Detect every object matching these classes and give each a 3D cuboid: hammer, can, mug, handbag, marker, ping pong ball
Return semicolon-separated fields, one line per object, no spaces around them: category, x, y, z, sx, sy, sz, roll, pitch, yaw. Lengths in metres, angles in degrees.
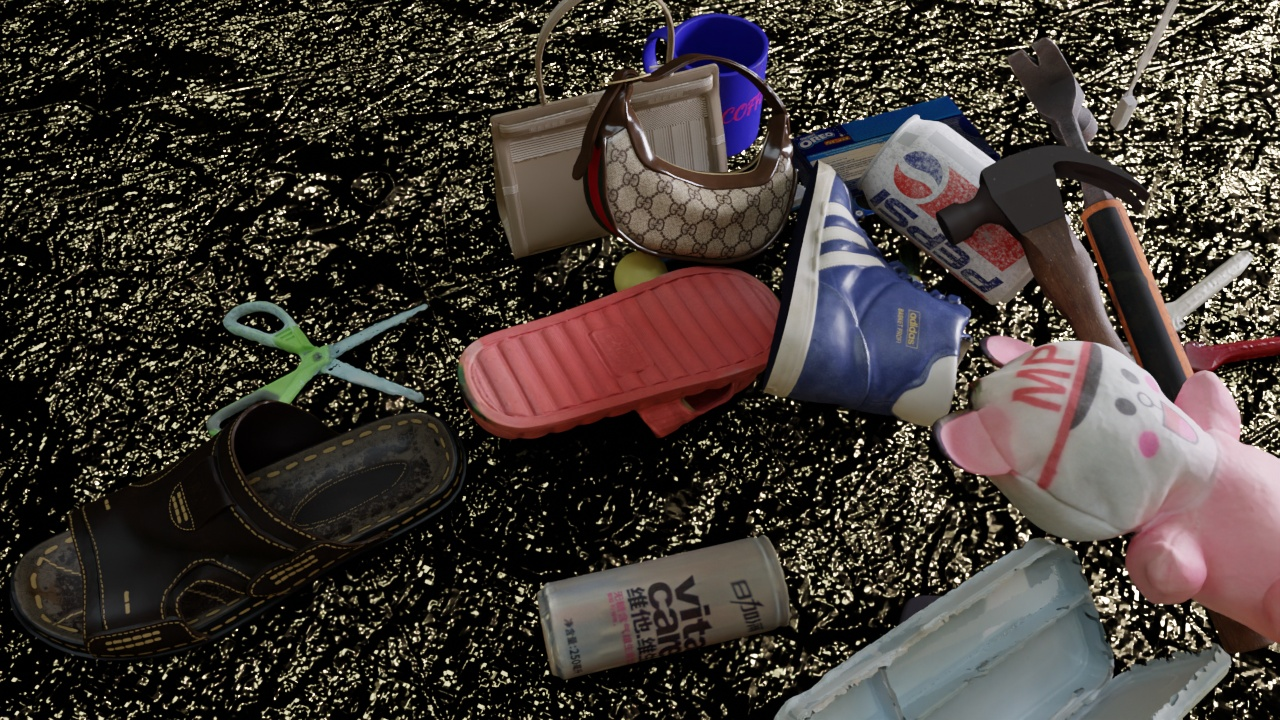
hammer;0.296;0.014;0.561;0.115;0.033;0.322;-23;74;12
can;0.231;-0.109;0.661;0.136;0.078;0.078;42;65;12
mug;0.049;-0.233;0.761;0.111;0.084;0.079;32;61;21
handbag;0.033;-0.142;0.642;0.166;0.138;0.063;4;15;-26
handbag;-0.023;-0.176;0.653;0.175;0.198;0.062;-16;56;-10
can;0.012;0.139;0.521;0.135;0.054;0.054;-11;56;-6
hammer;0.328;-0.094;0.644;0.035;0.137;0.313;-25;53;31
marker;0.195;-0.028;0.657;0.017;0.017;0.146;5;55;4
ping pong ball;0.001;-0.060;0.668;0.040;0.040;0.040;0;55;0

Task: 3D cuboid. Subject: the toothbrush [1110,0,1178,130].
toothbrush;0.399;-0.246;0.705;0.010;0.182;0.010;-16;59;-4

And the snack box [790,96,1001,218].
snack box;0.204;-0.164;0.746;0.150;0.027;0.082;-16;56;-11

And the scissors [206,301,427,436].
scissors;-0.230;-0.004;0.649;0.171;0.023;0.167;-32;55;-22

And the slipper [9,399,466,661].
slipper;-0.237;0.090;0.545;0.267;0.076;0.113;-20;57;-13

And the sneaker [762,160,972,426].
sneaker;0.160;-0.050;0.617;0.118;0.092;0.232;16;40;4

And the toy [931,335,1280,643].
toy;0.269;0.062;0.495;0.213;0.084;0.141;29;54;16

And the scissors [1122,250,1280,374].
scissors;0.394;-0.020;0.649;0.187;0.015;0.178;19;59;14

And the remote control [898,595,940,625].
remote control;0.156;0.188;0.511;0.046;0.009;0.124;20;58;14

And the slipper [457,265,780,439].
slipper;-0.004;0.004;0.612;0.248;0.059;0.103;-19;57;-30

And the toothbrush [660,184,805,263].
toothbrush;0.059;-0.101;0.712;0.166;0.014;0.016;-24;58;-14

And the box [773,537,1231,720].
box;0.187;0.178;0.433;0.215;0.125;0.106;-26;101;-21
